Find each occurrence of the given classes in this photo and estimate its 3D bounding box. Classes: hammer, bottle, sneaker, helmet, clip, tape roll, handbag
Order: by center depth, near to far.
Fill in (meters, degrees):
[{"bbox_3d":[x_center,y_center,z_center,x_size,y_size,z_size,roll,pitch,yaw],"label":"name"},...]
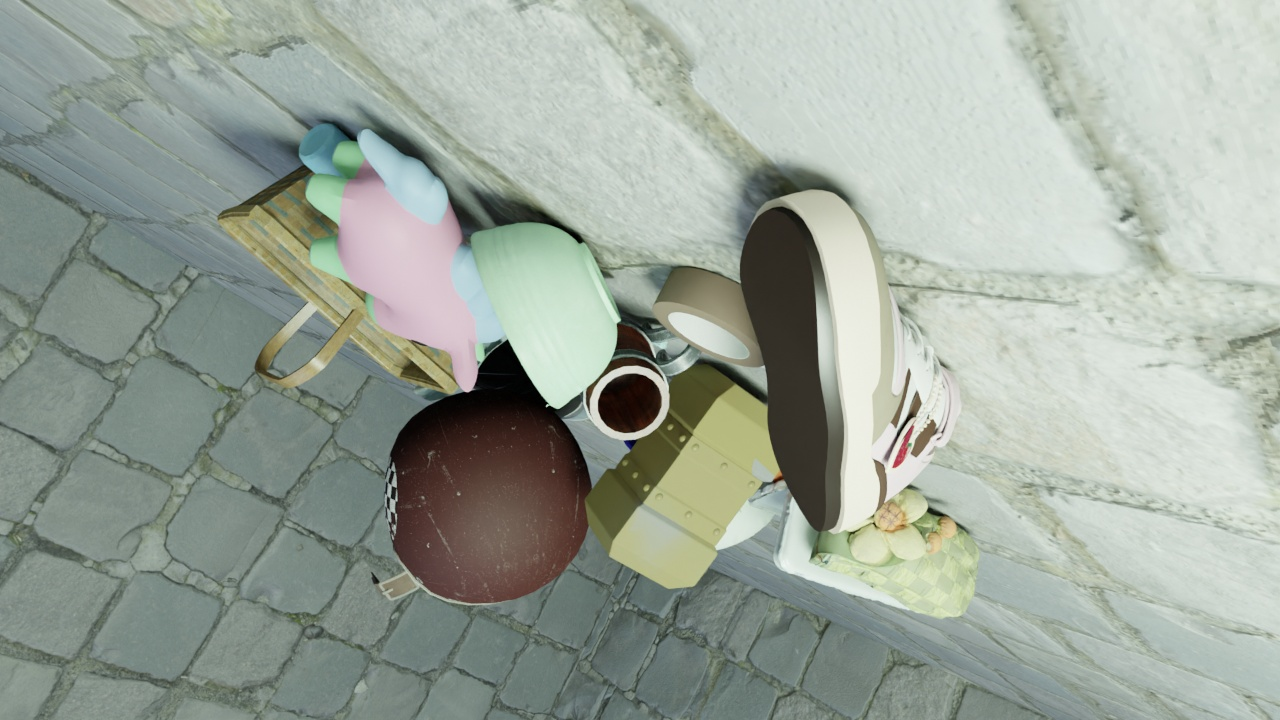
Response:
[{"bbox_3d":[0.142,0.005,0.548,0.294,0.116,0.111,71,173,-50],"label":"sneaker"},{"bbox_3d":[0.057,-0.031,0.679,0.094,0.030,0.094,26,167,6],"label":"tape roll"},{"bbox_3d":[-0.233,-0.149,0.790,0.040,0.040,0.130,18,163,37],"label":"bottle"},{"bbox_3d":[0.266,0.180,0.921,0.186,0.113,0.117,26,154,-6],"label":"handbag"},{"bbox_3d":[0.002,0.071,0.961,0.100,0.190,0.325,35,-177,-27],"label":"hammer"},{"bbox_3d":[-0.181,-0.046,0.989,0.031,0.169,0.164,38,-155,-38],"label":"clip"},{"bbox_3d":[-0.175,0.149,0.994,0.233,0.234,0.254,-11,-169,-22],"label":"helmet"},{"bbox_3d":[-0.174,0.010,1.200,0.257,0.093,0.160,25,175,19],"label":"sneaker"}]

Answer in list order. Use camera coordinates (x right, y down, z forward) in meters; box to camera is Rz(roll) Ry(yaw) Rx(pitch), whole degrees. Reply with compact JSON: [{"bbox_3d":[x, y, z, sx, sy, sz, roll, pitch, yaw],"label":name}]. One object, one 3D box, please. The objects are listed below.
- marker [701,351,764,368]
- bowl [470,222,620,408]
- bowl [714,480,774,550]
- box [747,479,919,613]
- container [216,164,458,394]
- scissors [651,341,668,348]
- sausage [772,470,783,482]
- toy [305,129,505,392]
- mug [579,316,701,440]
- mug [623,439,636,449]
[{"bbox_3d":[0.109,0.005,0.749,0.142,0.012,0.013,18,164,36],"label":"marker"},{"bbox_3d":[-0.063,-0.045,0.706,0.151,0.077,0.151,-23,-91,-87],"label":"bowl"},{"bbox_3d":[0.088,0.157,1.119,0.154,0.153,0.073,11,130,52],"label":"bowl"},{"bbox_3d":[0.227,0.213,1.017,0.210,0.105,0.130,20,155,-15],"label":"box"},{"bbox_3d":[-0.289,-0.053,0.877,0.250,0.186,0.158,47,159,-30],"label":"container"},{"bbox_3d":[-0.034,-0.038,0.838,0.136,0.056,0.015,24,-148,-15],"label":"scissors"},{"bbox_3d":[0.146,0.111,1.014,0.045,0.039,0.164,-15,143,33],"label":"sausage"},{"bbox_3d":[-0.176,-0.084,0.741,0.171,0.119,0.223,23,145,-1],"label":"toy"},{"bbox_3d":[-0.005,0.005,0.790,0.081,0.117,0.111,52,-176,-24],"label":"mug"},{"bbox_3d":[0.019,0.080,1.089,0.111,0.079,0.083,40,176,34],"label":"mug"}]
